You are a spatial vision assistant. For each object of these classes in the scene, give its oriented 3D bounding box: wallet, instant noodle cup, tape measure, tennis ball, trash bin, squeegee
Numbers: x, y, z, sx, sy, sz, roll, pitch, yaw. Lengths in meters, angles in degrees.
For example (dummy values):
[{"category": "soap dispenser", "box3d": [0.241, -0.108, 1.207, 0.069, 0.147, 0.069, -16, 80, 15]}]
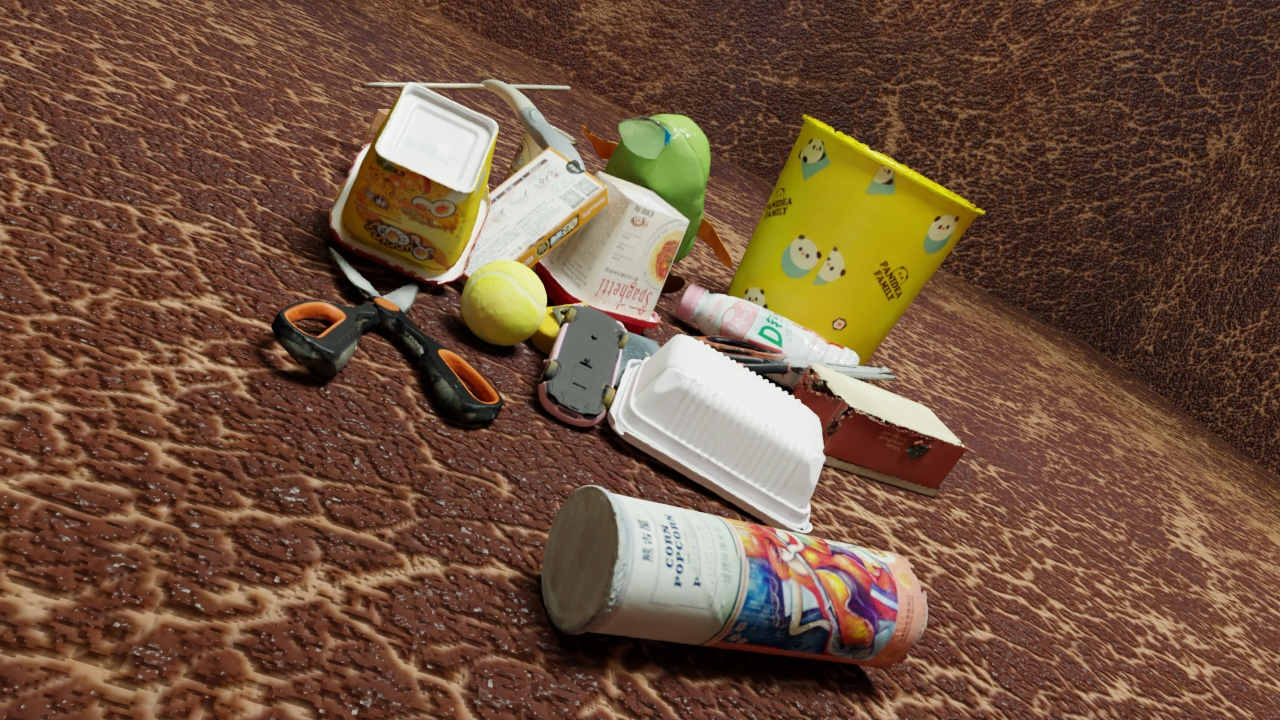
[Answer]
[{"category": "wallet", "box3d": [-0.005, 0.005, 0.796, 0.097, 0.019, 0.120, 16, 25, -33]}, {"category": "instant noodle cup", "box3d": [-0.025, -0.104, 0.883, 0.116, 0.124, 0.116, 11, 26, -41]}, {"category": "tape measure", "box3d": [-0.060, -0.027, 0.754, 0.060, 0.029, 0.057, -10, 38, -26]}, {"category": "instant noodle cup", "box3d": [-0.171, -0.139, 0.718, 0.116, 0.124, 0.115, 23, 60, -14]}, {"category": "tennis ball", "box3d": [-0.105, -0.044, 0.704, 0.065, 0.066, 0.065, 25, 19, -9]}, {"category": "instant noodle cup", "box3d": [0.069, 0.046, 0.705, 0.173, 0.060, 0.137, 32, 21, -5]}, {"category": "trash bin", "box3d": [0.228, -0.119, 1.073, 0.229, 0.256, 0.229, 25, 19, -10]}, {"category": "squeegee", "box3d": [-0.119, -0.246, 0.929, 0.245, 0.039, 0.246, -10, 41, -34]}]

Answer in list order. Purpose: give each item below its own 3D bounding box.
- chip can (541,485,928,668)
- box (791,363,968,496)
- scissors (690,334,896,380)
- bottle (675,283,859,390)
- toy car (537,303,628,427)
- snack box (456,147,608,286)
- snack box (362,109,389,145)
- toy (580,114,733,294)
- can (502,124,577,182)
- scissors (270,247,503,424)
[{"category": "chip can", "box3d": [0.057, 0.122, 0.494, 0.214, 0.071, 0.071, 18, 22, -31]}, {"category": "box", "box3d": [0.226, 0.060, 0.879, 0.168, 0.079, 0.091, 19, 22, -28]}, {"category": "scissors", "box3d": [0.143, -0.001, 0.923, 0.205, 0.015, 0.195, -8, 24, -40]}, {"category": "bottle", "box3d": [0.132, -0.021, 0.984, 0.197, 0.068, 0.068, 28, 19, 7]}, {"category": "toy car", "box3d": [-0.043, 0.004, 0.690, 0.056, 0.037, 0.122, 27, 37, -10]}, {"category": "snack box", "box3d": [-0.107, -0.122, 0.811, 0.075, 0.153, 0.026, 38, -23, 23]}, {"category": "snack box", "box3d": [-0.219, -0.199, 0.928, 0.094, 0.077, 0.092, 29, 19, 3]}, {"category": "toy", "box3d": [0.013, -0.172, 0.988, 0.227, 0.247, 0.089, 39, 60, 6]}, {"category": "can", "box3d": [-0.119, -0.202, 1.018, 0.058, 0.116, 0.058, 25, 19, -10]}, {"category": "scissors", "box3d": [-0.171, -0.020, 0.627, 0.224, 0.022, 0.220, 34, 14, 10]}]
